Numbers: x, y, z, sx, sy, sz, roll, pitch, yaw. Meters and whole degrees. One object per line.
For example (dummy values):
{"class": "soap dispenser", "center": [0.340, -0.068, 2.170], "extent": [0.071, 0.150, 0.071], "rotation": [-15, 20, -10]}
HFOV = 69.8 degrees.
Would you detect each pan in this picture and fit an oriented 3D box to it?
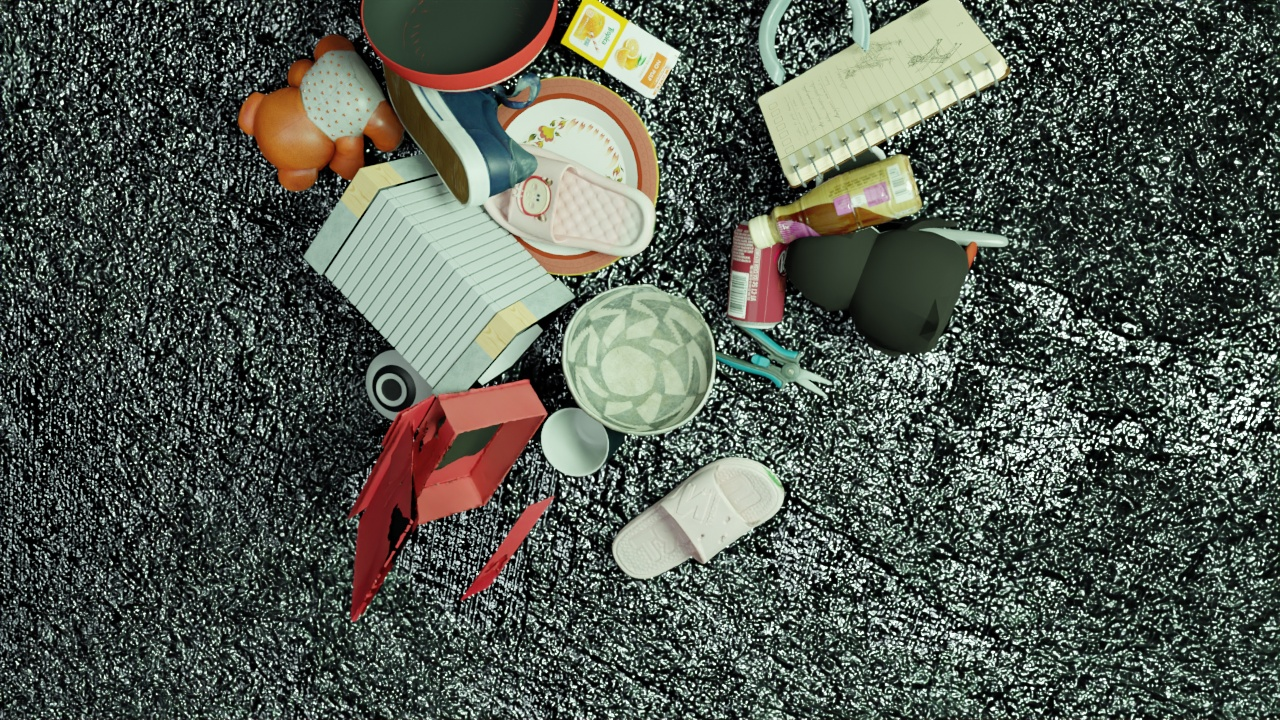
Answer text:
{"class": "pan", "center": [-0.128, -0.412, 0.999], "extent": [0.356, 0.067, 0.208], "rotation": [-27, 67, -8]}

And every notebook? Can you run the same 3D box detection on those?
{"class": "notebook", "center": [0.235, -0.274, 0.925], "extent": [0.226, 0.167, 0.024], "rotation": [-26, 132, 19]}

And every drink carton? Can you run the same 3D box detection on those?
{"class": "drink carton", "center": [-0.020, -0.350, 1.032], "extent": [0.122, 0.040, 0.059], "rotation": [34, 108, 6]}

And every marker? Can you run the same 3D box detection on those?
{"class": "marker", "center": [0.327, -0.138, 0.999], "extent": [0.139, 0.016, 0.022], "rotation": [6, 80, 13]}

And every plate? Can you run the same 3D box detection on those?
{"class": "plate", "center": [-0.088, -0.217, 1.090], "extent": [0.230, 0.021, 0.230], "rotation": [3, 103, 15]}

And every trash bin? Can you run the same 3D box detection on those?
{"class": "trash bin", "center": [-0.234, -0.098, 1.079], "extent": [0.247, 0.142, 0.143], "rotation": [46, 120, 2]}

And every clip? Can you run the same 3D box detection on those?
{"class": "clip", "center": [0.198, -0.378, 0.950], "extent": [0.159, 0.030, 0.174], "rotation": [4, 98, 27]}

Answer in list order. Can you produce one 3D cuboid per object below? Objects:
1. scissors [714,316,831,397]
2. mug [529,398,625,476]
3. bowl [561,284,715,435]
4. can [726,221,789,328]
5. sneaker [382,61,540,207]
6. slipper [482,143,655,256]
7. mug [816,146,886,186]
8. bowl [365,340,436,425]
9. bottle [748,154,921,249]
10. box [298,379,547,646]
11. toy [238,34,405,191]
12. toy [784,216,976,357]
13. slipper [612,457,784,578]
{"class": "scissors", "center": [0.147, -0.001, 1.075], "extent": [0.149, 0.019, 0.123], "rotation": [-11, 95, 12]}
{"class": "mug", "center": [-0.082, 0.086, 1.117], "extent": [0.122, 0.094, 0.085], "rotation": [-2, 101, 16]}
{"class": "bowl", "center": [-0.006, 0.006, 1.073], "extent": [0.178, 0.081, 0.178], "rotation": [3, 74, -9]}
{"class": "can", "center": [0.133, -0.097, 1.034], "extent": [0.063, 0.063, 0.114], "rotation": [7, 104, 14]}
{"class": "sneaker", "center": [-0.206, -0.305, 1.053], "extent": [0.294, 0.127, 0.121], "rotation": [54, 151, 24]}
{"class": "slipper", "center": [-0.088, -0.178, 1.055], "extent": [0.222, 0.055, 0.107], "rotation": [20, 108, 12]}
{"class": "mug", "center": [0.232, -0.209, 0.968], "extent": [0.073, 0.089, 0.105], "rotation": [25, 107, 9]}
{"class": "bowl", "center": [-0.304, 0.030, 1.180], "extent": [0.120, 0.066, 0.120], "rotation": [3, 103, 15]}
{"class": "bottle", "center": [0.190, -0.151, 0.912], "extent": [0.166, 0.059, 0.059], "rotation": [-17, 97, 19]}
{"class": "box", "center": [-0.259, 0.143, 1.027], "extent": [0.121, 0.317, 0.212], "rotation": [41, 128, 5]}
{"class": "toy", "center": [-0.392, -0.297, 1.126], "extent": [0.172, 0.092, 0.164], "rotation": [-32, 95, 7]}
{"class": "toy", "center": [0.240, -0.087, 0.965], "extent": [0.184, 0.139, 0.159], "rotation": [22, 119, 13]}
{"class": "slipper", "center": [0.061, 0.199, 1.120], "extent": [0.240, 0.064, 0.094], "rotation": [-34, 92, 21]}
